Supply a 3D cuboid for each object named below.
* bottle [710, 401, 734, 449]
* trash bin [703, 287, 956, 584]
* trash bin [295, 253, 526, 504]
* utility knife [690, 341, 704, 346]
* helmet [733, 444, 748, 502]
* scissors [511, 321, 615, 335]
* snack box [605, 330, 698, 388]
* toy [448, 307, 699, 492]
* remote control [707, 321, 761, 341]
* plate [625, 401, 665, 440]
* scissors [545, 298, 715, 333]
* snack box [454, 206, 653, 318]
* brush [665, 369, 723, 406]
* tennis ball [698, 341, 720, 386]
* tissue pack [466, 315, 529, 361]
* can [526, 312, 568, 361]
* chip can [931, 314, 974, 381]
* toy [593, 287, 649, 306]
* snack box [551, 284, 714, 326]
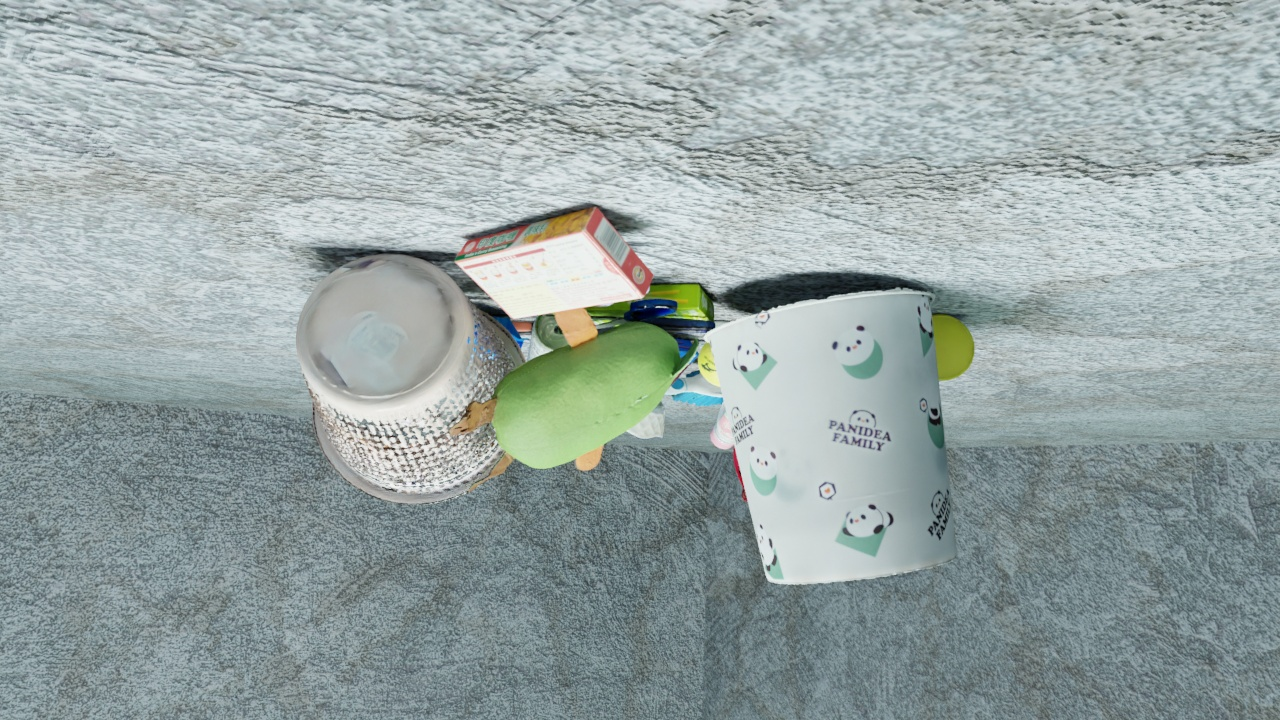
[{"bbox_3d":[0.153,0.061,1.286,0.068,0.068,0.197,5,146,-20],"label":"bottle"},{"bbox_3d":[0.194,0.079,0.905,0.229,0.251,0.230,-8,172,-1],"label":"trash bin"},{"bbox_3d":[-0.224,0.006,0.870,0.227,0.227,0.192,2,159,0],"label":"trash bin"},{"bbox_3d":[0.030,-0.015,1.185,0.219,0.015,0.033,-3,178,-4],"label":"utility knife"},{"bbox_3d":[0.231,0.099,1.375,0.240,0.144,0.206,-27,-172,8],"label":"helmet"},{"bbox_3d":[-0.084,-0.034,1.139,0.188,0.015,0.226,8,169,-32],"label":"scissors"},{"bbox_3d":[-0.007,0.007,1.125,0.157,0.026,0.085,5,134,-47],"label":"snack box"},{"bbox_3d":[-0.063,0.035,0.858,0.246,0.090,0.227,-25,143,-20],"label":"toy"},{"bbox_3d":[0.152,-0.029,1.081,0.150,0.021,0.058,3,172,0],"label":"remote control"},{"bbox_3d":[-0.052,0.044,1.283,0.205,0.045,0.204,27,-173,-4],"label":"plate"},{"bbox_3d":[-0.005,-0.040,0.903,0.162,0.012,0.176,6,170,-21],"label":"scissors"},{"bbox_3d":[-0.071,-0.073,0.727,0.156,0.027,0.077,-5,139,43],"label":"snack box"},{"bbox_3d":[0.070,0.035,1.304,0.313,0.060,0.110,-5,171,-33],"label":"brush"},{"bbox_3d":[0.105,0.001,1.144,0.065,0.065,0.065,2,172,0],"label":"tennis ball"},{"bbox_3d":[-0.214,-0.029,1.076,0.157,0.052,0.094,-4,171,37],"label":"tissue pack"},{"bbox_3d":[-0.100,-0.014,1.063,0.058,0.058,0.147,4,162,-9],"label":"can"},{"bbox_3d":[0.315,0.000,1.070,0.071,0.071,0.210,2,172,-1],"label":"chip can"},{"bbox_3d":[-0.040,-0.070,0.791,0.084,0.039,0.108,24,167,-9],"label":"toy"},{"bbox_3d":[-0.008,-0.055,0.938,0.156,0.026,0.085,0,171,16],"label":"snack box"}]
